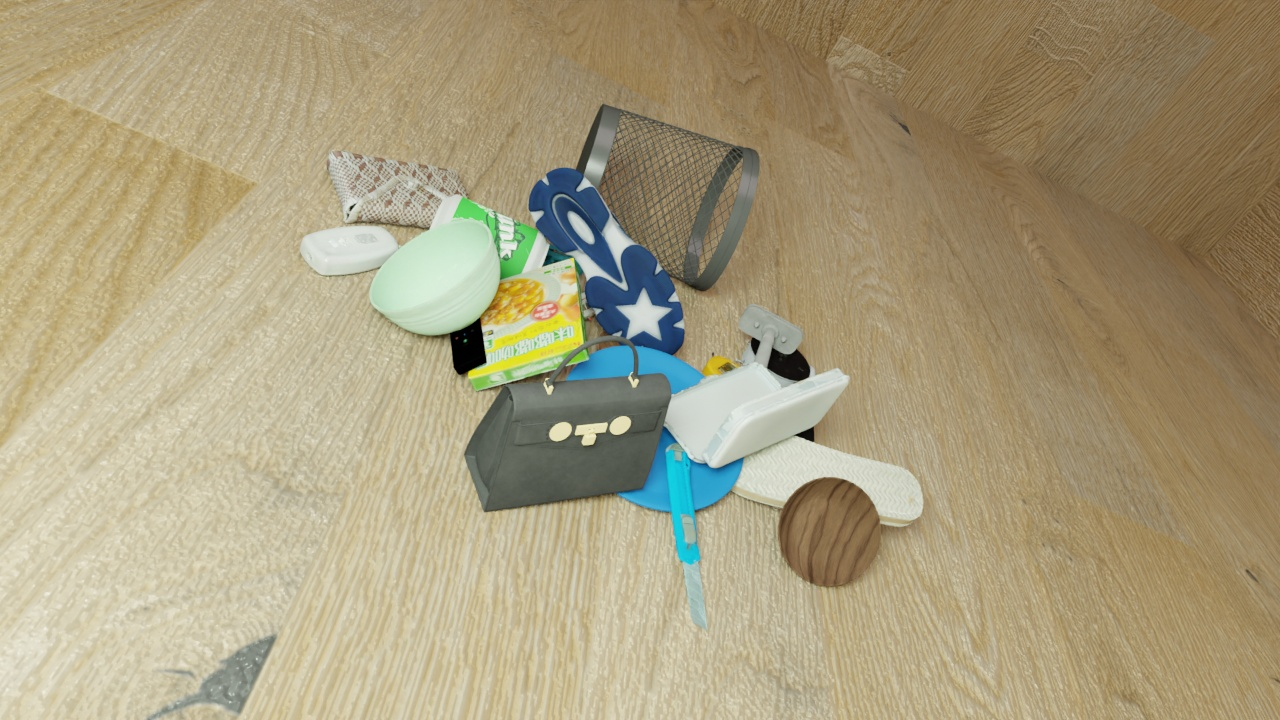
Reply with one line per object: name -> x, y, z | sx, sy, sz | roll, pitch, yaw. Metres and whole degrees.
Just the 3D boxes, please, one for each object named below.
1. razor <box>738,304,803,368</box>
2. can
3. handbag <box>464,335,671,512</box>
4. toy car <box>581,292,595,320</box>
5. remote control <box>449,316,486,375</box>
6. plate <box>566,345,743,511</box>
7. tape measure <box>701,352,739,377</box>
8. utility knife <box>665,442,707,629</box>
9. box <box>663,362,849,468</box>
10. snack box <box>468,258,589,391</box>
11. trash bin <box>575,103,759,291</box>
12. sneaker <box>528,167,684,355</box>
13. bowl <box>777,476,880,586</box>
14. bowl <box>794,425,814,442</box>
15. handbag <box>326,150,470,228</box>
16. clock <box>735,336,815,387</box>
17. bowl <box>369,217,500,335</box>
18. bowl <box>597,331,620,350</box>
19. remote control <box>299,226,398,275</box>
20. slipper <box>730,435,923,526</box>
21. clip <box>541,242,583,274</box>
razor -> 0.168, -0.015, 1.235 | 0.088, 0.047, 0.116 | 28, 41, -3
can -> -0.191, -0.142, 1.140 | 0.140, 0.088, 0.087 | 23, 34, -12
handbag -> -0.056, 0.047, 0.876 | 0.175, 0.196, 0.072 | -4, 48, -30
toy car -> -0.072, -0.070, 1.188 | 0.039, 0.039, 0.112 | 58, 36, 2
remote control -> -0.198, -0.040, 1.038 | 0.150, 0.034, 0.013 | -110, 173, -50
plate -> 0.013, 0.078, 1.048 | 0.224, 0.024, 0.223 | 14, 47, -16
tape measure -> 0.111, 0.021, 1.215 | 0.068, 0.030, 0.058 | 40, 32, 15
utility knife -> 0.049, 0.175, 0.956 | 0.031, 0.015, 0.220 | 7, 51, -18
box -> 0.131, 0.040, 1.047 | 0.209, 0.105, 0.129 | -22, 61, -45
snack box -> -0.130, -0.045, 1.046 | 0.132, 0.027, 0.167 | -16, 41, 4
trash bin -> 0.021, -0.239, 1.326 | 0.227, 0.218, 0.217 | 18, 35, -11
sneaker -> -0.030, -0.122, 1.169 | 0.269, 0.103, 0.132 | 54, 11, 0
bowl -> 0.206, 0.189, 1.024 | 0.119, 0.119, 0.032 | 26, -7, -7
bowl -> 0.184, 0.072, 1.182 | 0.124, 0.053, 0.123 | 20, 35, -15
handbag -> -0.303, -0.219, 1.192 | 0.185, 0.047, 0.124 | 1, 42, -37
clock -> 0.198, 0.013, 1.288 | 0.122, 0.035, 0.094 | 34, 33, 4
bowl -> -0.217, -0.082, 1.020 | 0.150, 0.151, 0.077 | -100, 165, -49
bowl -> -0.007, 0.007, 1.144 | 0.114, 0.026, 0.101 | 24, 33, -11
remote control -> -0.335, -0.129, 1.064 | 0.060, 0.028, 0.114 | 43, 35, 18
slipper -> 0.205, 0.143, 1.097 | 0.263, 0.052, 0.114 | 13, 46, -3
clip -> -0.145, -0.154, 1.251 | 0.122, 0.033, 0.120 | -11, 48, -45
